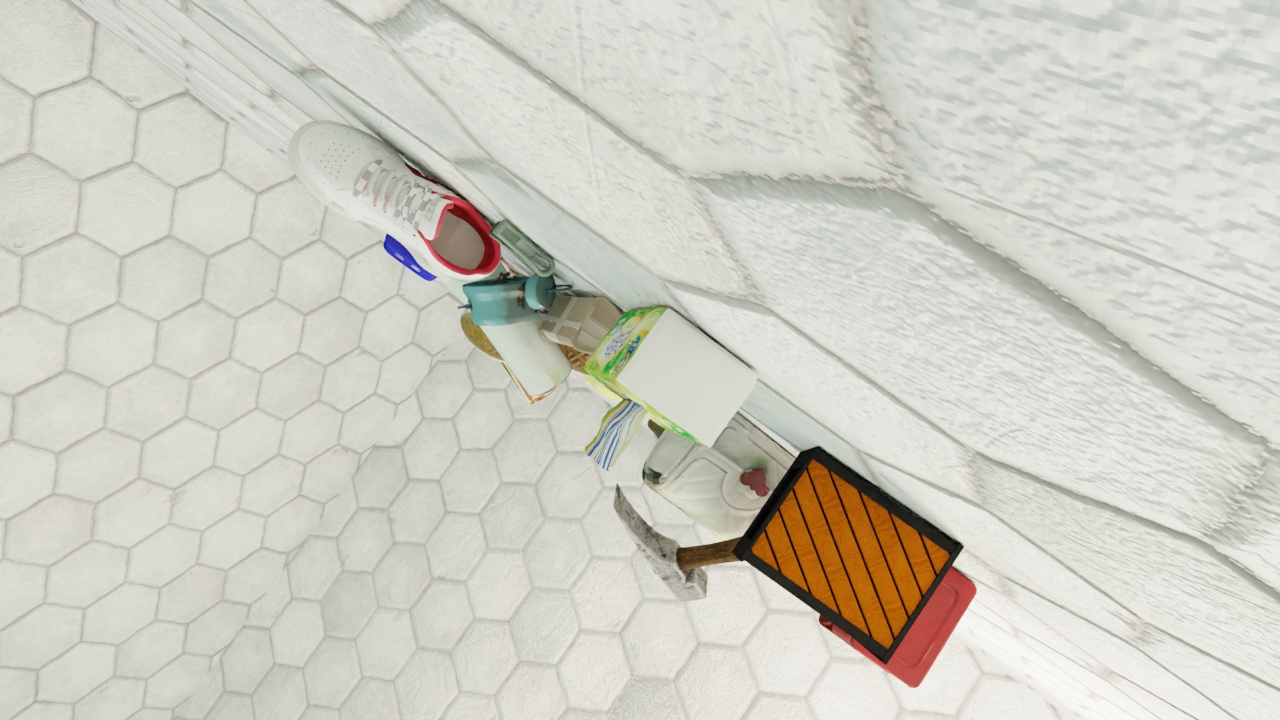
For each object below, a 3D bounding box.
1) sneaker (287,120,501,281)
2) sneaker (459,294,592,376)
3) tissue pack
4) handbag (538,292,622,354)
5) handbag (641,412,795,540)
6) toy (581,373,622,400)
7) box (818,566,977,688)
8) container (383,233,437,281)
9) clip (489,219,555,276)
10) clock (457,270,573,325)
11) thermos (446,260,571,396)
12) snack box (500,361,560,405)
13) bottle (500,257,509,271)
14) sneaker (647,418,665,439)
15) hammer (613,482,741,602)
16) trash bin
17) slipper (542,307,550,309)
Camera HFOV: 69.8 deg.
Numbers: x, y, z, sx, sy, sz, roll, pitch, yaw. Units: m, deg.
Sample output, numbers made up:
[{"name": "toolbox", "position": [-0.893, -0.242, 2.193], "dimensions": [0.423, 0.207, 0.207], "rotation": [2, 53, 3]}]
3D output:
[{"name": "sneaker", "position": [-0.237, -0.161, 0.933], "dimensions": [0.236, 0.090, 0.104], "rotation": [40, 165, -32]}, {"name": "sneaker", "position": [-0.122, -0.043, 1.210], "dimensions": [0.241, 0.087, 0.118], "rotation": [13, 134, 21]}, {"name": "tissue pack", "position": [0.002, 0.037, 0.838], "dimensions": [0.120, 0.141, 0.198], "rotation": [36, 175, -4]}, {"name": "handbag", "position": [-0.005, -0.002, 1.047], "dimensions": [0.198, 0.062, 0.176], "rotation": [32, 176, -18]}, {"name": "handbag", "position": [0.113, 0.150, 1.158], "dimensions": [0.198, 0.142, 0.096], "rotation": [37, 173, -27]}, {"name": "toy", "position": [-0.031, 0.026, 1.396], "dimensions": [0.155, 0.064, 0.170], "rotation": [23, -177, -10]}, {"name": "box", "position": [0.326, 0.308, 1.145], "dimensions": [0.137, 0.157, 0.127], "rotation": [33, 171, 3]}, {"name": "container", "position": [-0.278, -0.158, 1.184], "dimensions": [0.084, 0.085, 0.114], "rotation": [36, 174, -14]}, {"name": "clip", "position": [-0.117, -0.112, 0.925], "dimensions": [0.076, 0.023, 0.061], "rotation": [39, 175, -19]}, {"name": "clock", "position": [-0.137, -0.071, 1.020], "dimensions": [0.124, 0.053, 0.090], "rotation": [-4, -168, 3]}, {"name": "thermos", "position": [-0.168, -0.062, 1.104], "dimensions": [0.230, 0.067, 0.068], "rotation": [58, 166, -24]}, {"name": "snack box", "position": [-0.209, -0.047, 1.399], "dimensions": [0.113, 0.060, 0.236], "rotation": [49, 168, 43]}, {"name": "bottle", "position": [-0.240, -0.134, 1.281], "dimensions": [0.138, 0.062, 0.062], "rotation": [29, 172, 48]}, {"name": "sneaker", "position": [0.086, 0.122, 1.325], "dimensions": [0.102, 0.089, 0.241], "rotation": [46, 176, -18]}, {"name": "hammer", "position": [0.136, 0.198, 1.093], "dimensions": [0.301, 0.037, 0.218], "rotation": [-15, 131, 22]}, {"name": "trash bin", "position": [0.212, 0.201, 0.977], "dimensions": [0.172, 0.139, 0.140], "rotation": [35, 175, 7]}, {"name": "slipper", "position": [-0.127, -0.039, 1.446], "dimensions": [0.107, 0.055, 0.222], "rotation": [34, 172, -3]}]
